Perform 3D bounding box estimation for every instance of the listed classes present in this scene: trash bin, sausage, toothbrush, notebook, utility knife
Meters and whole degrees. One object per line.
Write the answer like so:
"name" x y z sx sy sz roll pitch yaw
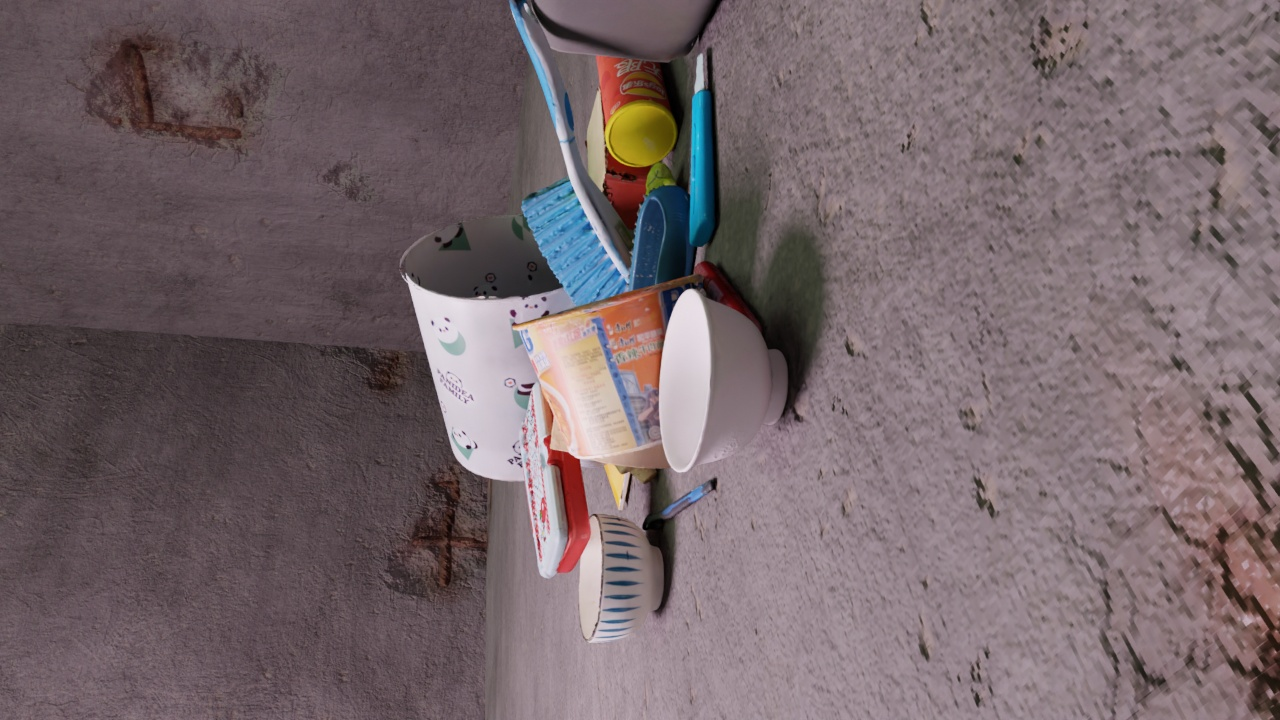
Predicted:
"trash bin" -0.147 -0.012 1.072 0.229 0.229 0.252 -107 13 -58
"sausage" 0.064 -0.045 0.689 0.155 0.020 0.020 -113 29 -64
"toothbrush" 0.033 0.128 0.795 0.190 0.016 0.014 129 152 -64
"notebook" -0.029 0.062 1.079 0.206 0.010 0.146 -117 35 -66
"utility knife" 0.052 -0.188 0.790 0.034 0.018 0.185 125 148 -67
"trash bin" -0.008 -0.379 0.758 0.220 0.199 0.198 116 157 -74

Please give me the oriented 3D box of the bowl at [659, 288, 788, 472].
"bowl" 0.057 0.015 0.596 0.118 0.064 0.118 -177 91 -78

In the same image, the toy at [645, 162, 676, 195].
"toy" 0.018 -0.135 0.889 0.096 0.031 0.100 -111 29 -46

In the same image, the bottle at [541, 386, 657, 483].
"bottle" -0.035 0.059 0.904 0.149 0.066 0.067 51 153 13

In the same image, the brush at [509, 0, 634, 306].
"brush" -0.068 -0.168 0.844 0.314 0.110 0.060 58 -153 -15

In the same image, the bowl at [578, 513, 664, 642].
"bowl" -0.016 0.203 0.856 0.116 0.066 0.116 -176 91 -77

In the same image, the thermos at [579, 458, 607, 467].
"thermos" -0.035 0.001 0.972 0.073 0.073 0.224 -115 38 -65

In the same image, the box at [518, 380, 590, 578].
"box" -0.093 0.115 0.919 0.200 0.047 0.087 -104 30 -42

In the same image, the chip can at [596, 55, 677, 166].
"chip can" -0.008 -0.294 0.971 0.216 0.073 0.073 -97 17 -44

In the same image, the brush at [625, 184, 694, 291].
"brush" 0.020 -0.082 0.811 0.073 0.055 0.144 -120 36 -70

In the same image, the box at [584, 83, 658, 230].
"box" -0.031 -0.229 1.032 0.092 0.077 0.168 111 160 -50

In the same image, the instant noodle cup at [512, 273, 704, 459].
"instant noodle cup" -0.011 0.005 0.711 0.151 0.151 0.111 -170 64 -77

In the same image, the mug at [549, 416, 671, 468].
"mug" -0.022 0.037 0.829 0.084 0.125 0.103 4 -88 -63
